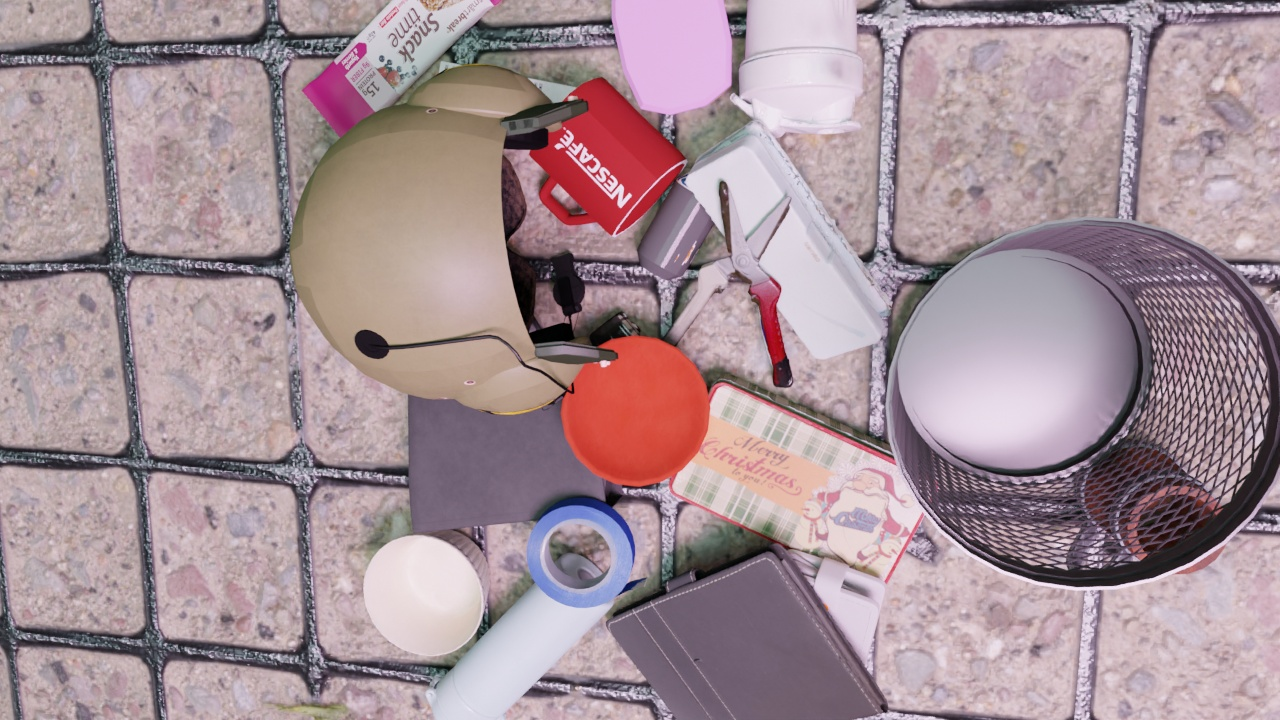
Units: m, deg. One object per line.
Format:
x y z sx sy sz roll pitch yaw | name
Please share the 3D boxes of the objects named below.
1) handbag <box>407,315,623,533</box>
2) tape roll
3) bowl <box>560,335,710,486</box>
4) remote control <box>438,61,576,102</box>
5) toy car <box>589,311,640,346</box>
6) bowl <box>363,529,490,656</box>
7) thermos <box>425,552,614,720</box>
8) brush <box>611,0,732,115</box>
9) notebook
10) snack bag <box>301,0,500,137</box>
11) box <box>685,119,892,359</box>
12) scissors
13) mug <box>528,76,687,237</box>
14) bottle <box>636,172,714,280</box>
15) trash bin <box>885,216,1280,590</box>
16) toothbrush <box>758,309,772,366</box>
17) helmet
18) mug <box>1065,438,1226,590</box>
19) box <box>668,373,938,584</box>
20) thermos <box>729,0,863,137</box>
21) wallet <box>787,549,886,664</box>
-0.121 0.041 0.816 0.176 0.072 0.196 -8 92 11 | handbag
-0.050 0.162 0.770 0.091 0.016 0.093 -21 101 14 | tape roll
-0.006 0.042 0.760 0.122 0.035 0.122 0 87 -8 | bowl
-0.116 -0.233 0.793 0.124 0.011 0.028 14 102 9 | remote control
-0.005 0.005 0.798 0.040 0.037 0.092 -37 91 14 | toy car
-0.191 0.208 0.855 0.115 0.062 0.115 2 99 11 | bowl
-0.114 0.269 0.849 0.078 0.065 0.207 41 104 -7 | thermos
0.016 -0.314 0.737 0.089 0.043 0.229 -11 97 13 | brush
0.082 0.254 0.790 0.210 0.029 0.169 -33 92 36 | notebook
-0.210 -0.276 0.803 0.197 0.016 0.070 -38 92 14 | snack bag
0.116 -0.087 0.723 0.084 0.067 0.199 -34 111 18 | box
0.074 -0.049 0.744 0.180 0.015 0.198 -17 120 36 | scissors
-0.035 -0.156 0.759 0.096 0.080 0.117 45 127 1 | mug
0.039 -0.121 0.764 0.047 0.047 0.112 32 104 4 | bottle
0.280 0.015 0.639 0.218 0.227 0.218 2 96 13 | trash bin
0.098 -0.082 0.775 0.016 0.015 0.187 -9 98 17 | toothbrush
-0.135 -0.084 0.686 0.233 0.255 0.250 -6 97 9 | helmet
0.376 0.123 0.704 0.117 0.111 0.081 -43 89 14 | mug
0.136 0.102 0.782 0.205 0.050 0.118 26 102 7 | box
0.121 -0.285 0.702 0.099 0.099 0.220 0 95 11 | thermos
0.142 0.213 0.782 0.115 0.037 0.119 16 129 19 | wallet
